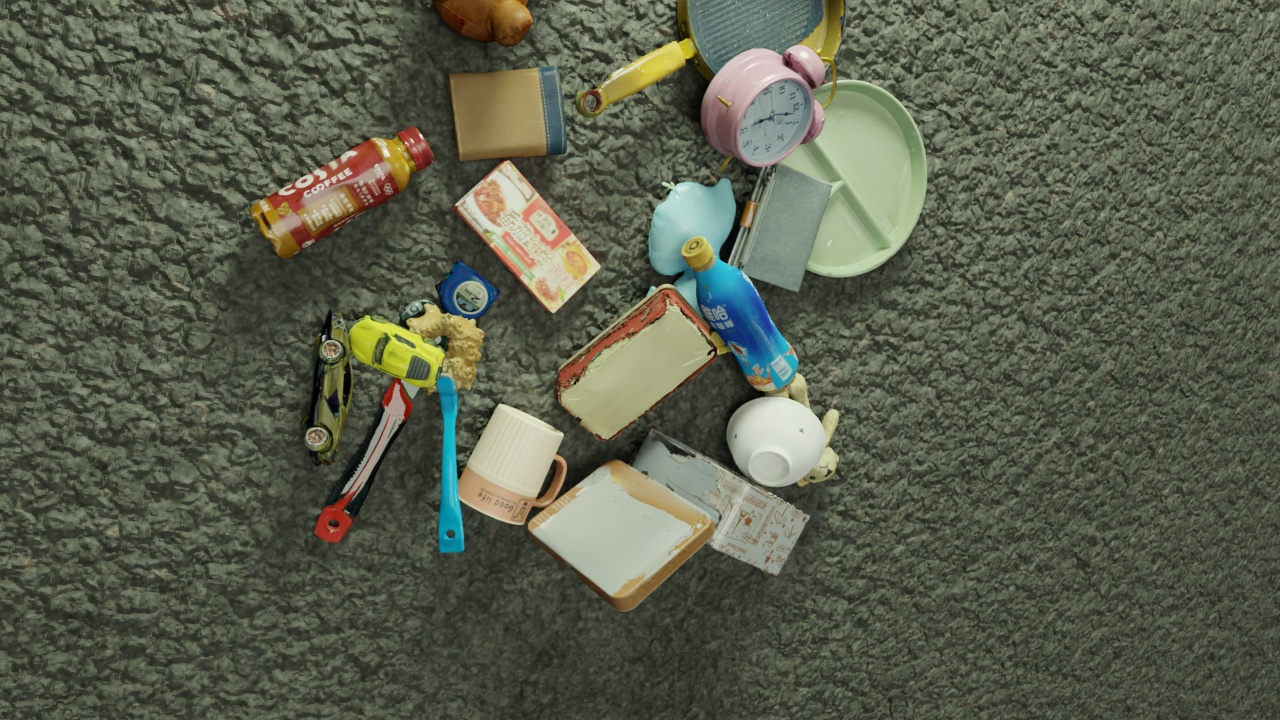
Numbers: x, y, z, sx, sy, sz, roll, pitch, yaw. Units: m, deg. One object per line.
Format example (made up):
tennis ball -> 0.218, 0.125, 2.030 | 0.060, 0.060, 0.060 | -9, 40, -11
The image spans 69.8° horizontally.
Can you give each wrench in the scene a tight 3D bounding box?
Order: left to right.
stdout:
wrench -> -0.268, 0.065, 0.955 | 0.056, 0.016, 0.273 | 24, 91, -21

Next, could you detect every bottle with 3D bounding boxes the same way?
bottle -> -0.282, -0.165, 0.879 | 0.174, 0.057, 0.057 | -34, 111, -12
bottle -> 0.107, -0.052, 1.024 | 0.065, 0.065, 0.219 | -45, 128, -8

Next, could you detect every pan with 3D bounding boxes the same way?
pan -> 0.074, -0.342, 0.972 | 0.357, 0.078, 0.198 | -31, 110, -13

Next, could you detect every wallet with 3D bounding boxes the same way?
wallet -> -0.134, -0.251, 0.935 | 0.115, 0.033, 0.090 | -10, 102, -19
wallet -> 0.156, -0.152, 1.040 | 0.106, 0.037, 0.130 | 14, 97, -33

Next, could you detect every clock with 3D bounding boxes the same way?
clock -> 0.143, -0.270, 0.973 | 0.158, 0.060, 0.117 | -29, 139, -16

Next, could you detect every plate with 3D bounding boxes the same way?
plate -> 0.240, -0.214, 1.094 | 0.230, 0.027, 0.230 | -5, 103, -21

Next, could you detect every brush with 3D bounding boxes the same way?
brush -> -0.196, 0.069, 0.930 | 0.083, 0.046, 0.254 | -2, 91, -4

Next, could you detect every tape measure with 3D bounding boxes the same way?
tape measure -> -0.183, -0.069, 0.956 | 0.058, 0.025, 0.054 | 39, 87, -20

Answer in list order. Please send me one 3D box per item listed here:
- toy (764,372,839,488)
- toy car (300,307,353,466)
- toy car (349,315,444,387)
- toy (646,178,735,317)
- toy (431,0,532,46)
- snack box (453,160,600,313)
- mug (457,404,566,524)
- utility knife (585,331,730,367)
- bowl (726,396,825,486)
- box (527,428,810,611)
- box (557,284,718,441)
toy -> 0.198, 0.085, 1.118 | 0.105, 0.066, 0.157 | -30, 117, -8
toy car -> -0.306, 0.026, 0.903 | 0.042, 0.070, 0.158 | 6, 99, -24
toy car -> -0.242, -0.008, 0.895 | 0.105, 0.032, 0.048 | 23, 104, 15
toy -> 0.056, -0.126, 1.027 | 0.161, 0.050, 0.156 | -43, 123, -5
toy -> -0.127, -0.404, 0.863 | 0.140, 0.131, 0.199 | 29, 80, -19
snack box -> -0.118, -0.130, 0.969 | 0.075, 0.025, 0.153 | -44, 113, -7
mug -> -0.129, 0.115, 0.990 | 0.114, 0.082, 0.106 | 26, 89, -39
utility knife -> 0.028, -0.009, 1.062 | 0.204, 0.021, 0.031 | -10, 105, -15
bowl -> 0.155, 0.109, 1.075 | 0.118, 0.064, 0.118 | 7, 122, 12
box -> 0.034, 0.162, 0.982 | 0.270, 0.179, 0.134 | -7, 111, -36
box -> -0.006, 0.006, 0.986 | 0.168, 0.076, 0.091 | -39, 115, 12
